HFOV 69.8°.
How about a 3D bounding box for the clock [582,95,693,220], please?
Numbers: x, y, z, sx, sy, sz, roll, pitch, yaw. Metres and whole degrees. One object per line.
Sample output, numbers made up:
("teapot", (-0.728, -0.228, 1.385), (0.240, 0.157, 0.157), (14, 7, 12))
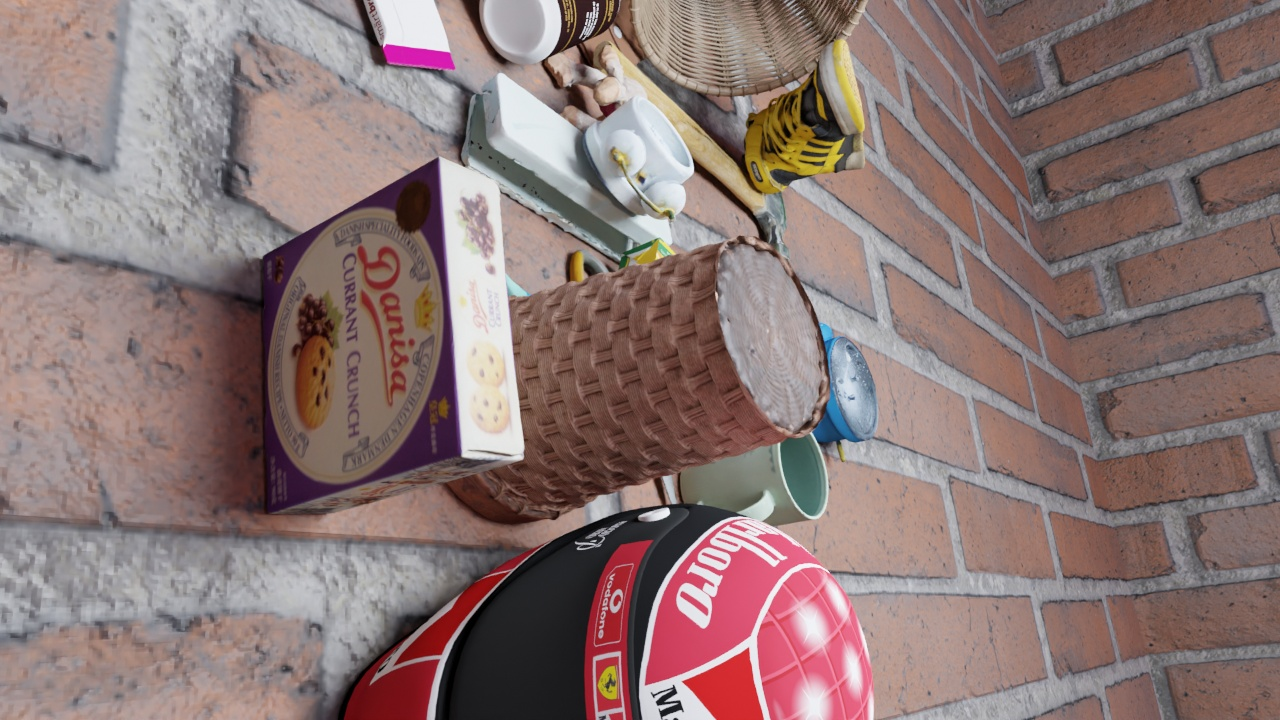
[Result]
("clock", (-0.001, -0.150, 0.704), (0.083, 0.057, 0.117), (42, 27, -30))

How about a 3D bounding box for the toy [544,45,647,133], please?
("toy", (-0.028, -0.216, 0.786), (0.106, 0.074, 0.085), (31, 35, -52))

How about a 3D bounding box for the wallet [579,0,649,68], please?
("wallet", (-0.030, -0.315, 0.865), (0.087, 0.013, 0.120), (61, 35, -16))

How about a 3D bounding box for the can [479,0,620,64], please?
("can", (-0.070, -0.288, 0.742), (0.072, 0.072, 0.128), (61, 35, -16))

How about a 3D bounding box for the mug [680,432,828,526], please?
("mug", (0.085, 0.105, 0.751), (0.084, 0.104, 0.111), (63, 34, -13))

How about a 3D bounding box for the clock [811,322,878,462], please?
("clock", (0.202, 0.022, 1.001), (0.161, 0.060, 0.116), (55, 38, -22))

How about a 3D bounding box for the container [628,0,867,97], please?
("container", (0.091, -0.411, 0.898), (0.226, 0.227, 0.195), (33, 38, -44))

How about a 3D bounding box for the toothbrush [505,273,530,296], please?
("toothbrush", (-0.085, -0.044, 0.661), (0.135, 0.017, 0.022), (44, 42, -39))

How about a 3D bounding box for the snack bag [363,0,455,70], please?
("snack bag", (-0.184, -0.295, 0.633), (0.070, 0.016, 0.196), (-23, 94, -57))

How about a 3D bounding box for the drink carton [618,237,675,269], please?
("drink carton", (0.007, -0.031, 0.730), (0.058, 0.041, 0.122), (44, 43, -35))

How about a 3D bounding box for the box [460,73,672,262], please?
("box", (-0.051, -0.147, 0.724), (0.198, 0.071, 0.085), (25, 74, -46))

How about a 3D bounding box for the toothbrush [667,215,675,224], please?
("toothbrush", (-0.028, -0.159, 0.794), (0.184, 0.015, 0.015), (23, 47, -47))

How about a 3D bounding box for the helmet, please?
("helmet", (0.007, 0.183, 0.499), (0.270, 0.225, 0.197), (-11, 84, -58))

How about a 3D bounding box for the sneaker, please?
("sneaker", (0.158, -0.237, 0.915), (0.238, 0.122, 0.086), (25, 54, -73))

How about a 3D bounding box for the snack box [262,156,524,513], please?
("snack box", (-0.129, -0.006, 0.458), (0.040, 0.148, 0.143), (14, 63, -52))

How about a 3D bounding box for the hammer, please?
("hammer", (0.062, -0.215, 0.926), (0.330, 0.033, 0.132), (29, 53, -49))

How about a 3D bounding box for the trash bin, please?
("trash bin", (-0.011, 0.010, 0.564), (0.151, 0.211, 0.151), (28, 52, -45))

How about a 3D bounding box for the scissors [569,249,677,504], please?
("scissors", (-0.003, 0.006, 0.752), (0.226, 0.016, 0.224), (55, 37, -23))
